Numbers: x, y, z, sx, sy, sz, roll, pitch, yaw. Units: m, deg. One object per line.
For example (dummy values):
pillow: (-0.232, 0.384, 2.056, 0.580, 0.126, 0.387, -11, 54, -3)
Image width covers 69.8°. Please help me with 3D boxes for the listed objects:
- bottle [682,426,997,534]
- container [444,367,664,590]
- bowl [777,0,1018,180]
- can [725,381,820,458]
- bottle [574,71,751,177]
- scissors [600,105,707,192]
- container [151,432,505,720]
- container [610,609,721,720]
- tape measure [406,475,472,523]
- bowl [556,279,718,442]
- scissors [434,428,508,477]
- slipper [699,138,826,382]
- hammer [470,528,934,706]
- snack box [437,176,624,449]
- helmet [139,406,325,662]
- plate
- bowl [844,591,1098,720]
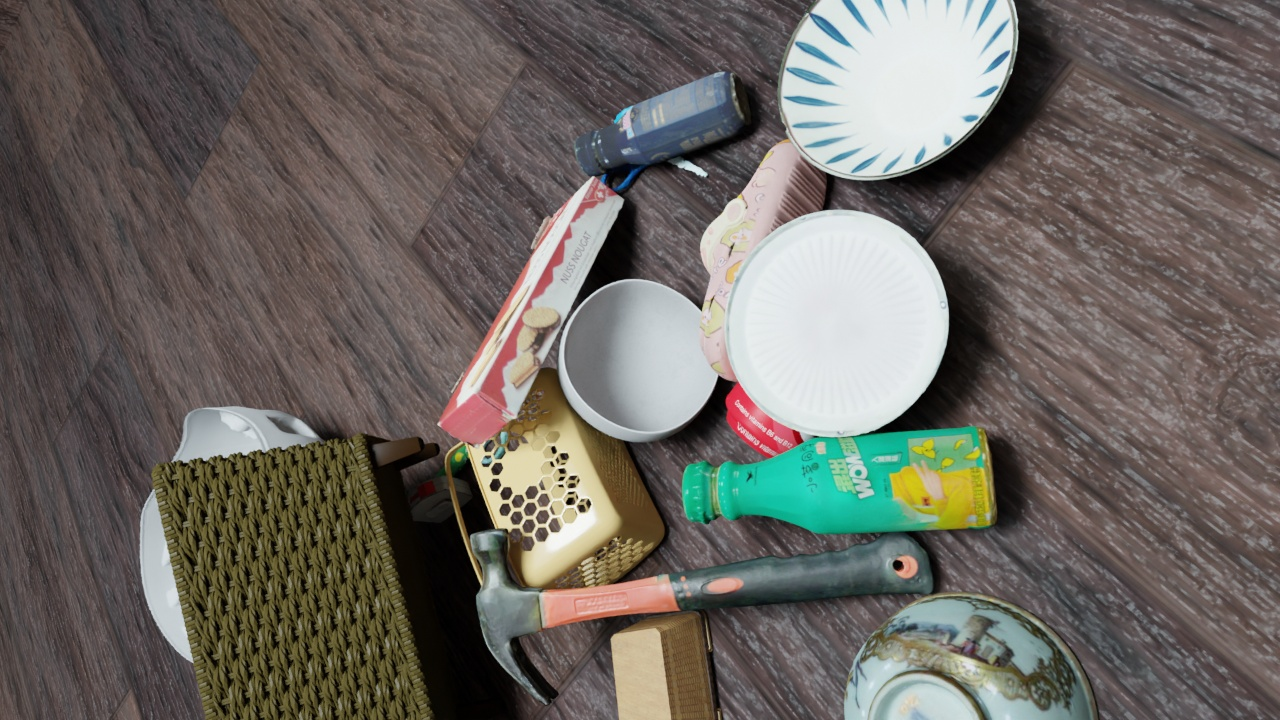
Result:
bottle: (0.134, 0.087, 0.640, 0.210, 0.068, 0.068, -6, 76, 19)
container: (-0.092, 0.119, 0.798, 0.167, 0.129, 0.183, -34, 62, 16)
bowl: (0.197, -0.209, 0.685, 0.178, 0.070, 0.177, -9, 75, 35)
can: (0.129, 0.005, 0.689, 0.074, 0.074, 0.143, 47, 108, 33)
bottle: (0.018, -0.205, 0.816, 0.161, 0.056, 0.056, -15, 72, 25)
scissors: (0.014, -0.184, 0.856, 0.133, 0.015, 0.104, 33, 97, 32)
container: (-0.252, 0.221, 0.796, 0.205, 0.176, 0.321, -15, 85, -8)
container: (0.018, 0.258, 0.727, 0.063, 0.061, 0.114, -18, 70, 33)
tape measure: (-0.205, 0.141, 0.918, 0.062, 0.060, 0.020, -37, 61, 21)
bowl: (-0.005, 0.004, 0.769, 0.064, 0.131, 0.131, 124, 141, -69)
scissors: (-0.179, 0.104, 0.938, 0.131, 0.014, 0.070, -51, 56, 16)
slipper: (0.083, -0.084, 0.732, 0.082, 0.093, 0.197, 18, 89, 39)
hammer: (0.041, 0.168, 0.672, 0.333, 0.033, 0.133, -11, 83, 10)
snack box: (-0.089, -0.050, 0.784, 0.077, 0.044, 0.272, -35, 26, 46)
helmet: (-0.433, 0.191, 0.995, 0.224, 0.183, 0.282, 29, 88, 32)
plate: (0.133, -0.026, 0.636, 0.157, 0.014, 0.157, -1, 88, 27)
bowl: (0.195, 0.230, 0.582, 0.160, 0.093, 0.159, -9, 75, 35)
